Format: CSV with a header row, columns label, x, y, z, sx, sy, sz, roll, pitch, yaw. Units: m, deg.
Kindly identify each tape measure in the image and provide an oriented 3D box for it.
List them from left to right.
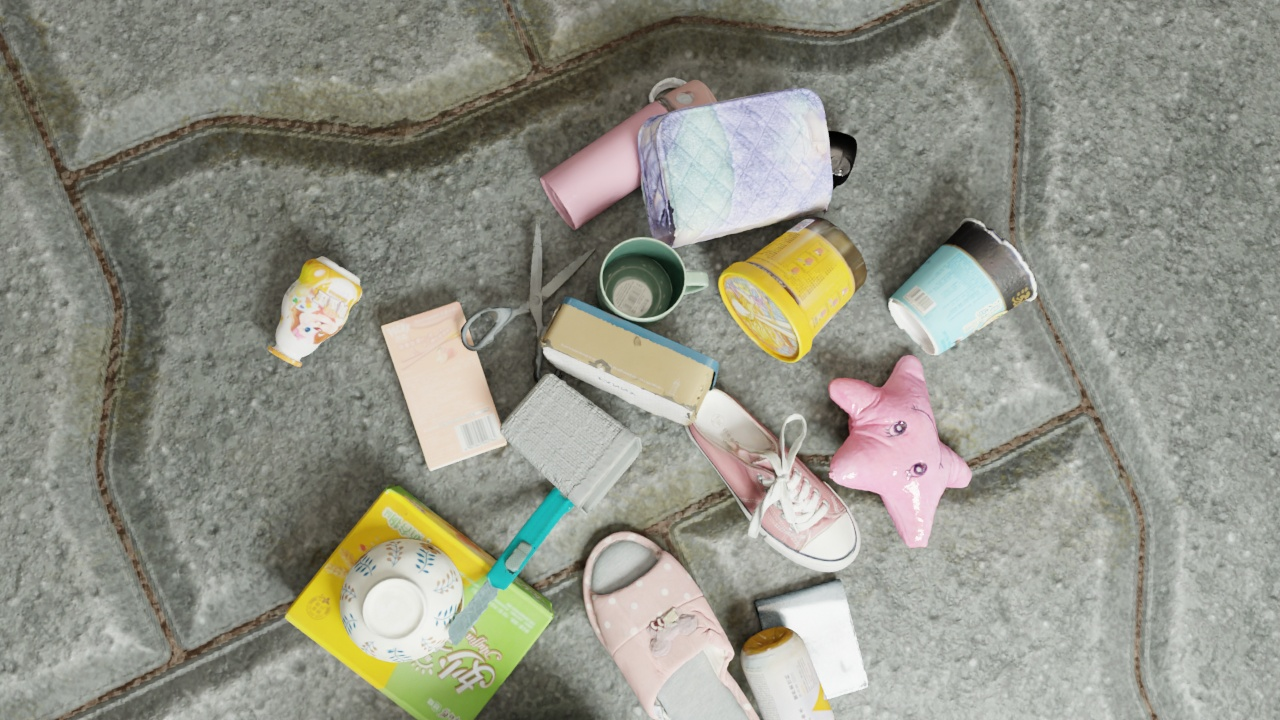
label,x,y,z,sx,sy,sz,roll,pitch,yaw
tape measure,0.205,-0.217,0.987,0.039,0.057,0.057,14,76,-6

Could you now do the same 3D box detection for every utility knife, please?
label,x,y,z,sx,sy,sz,roll,pitch,yaw
utility knife,-0.119,0.190,0.894,0.029,0.013,0.215,36,50,4

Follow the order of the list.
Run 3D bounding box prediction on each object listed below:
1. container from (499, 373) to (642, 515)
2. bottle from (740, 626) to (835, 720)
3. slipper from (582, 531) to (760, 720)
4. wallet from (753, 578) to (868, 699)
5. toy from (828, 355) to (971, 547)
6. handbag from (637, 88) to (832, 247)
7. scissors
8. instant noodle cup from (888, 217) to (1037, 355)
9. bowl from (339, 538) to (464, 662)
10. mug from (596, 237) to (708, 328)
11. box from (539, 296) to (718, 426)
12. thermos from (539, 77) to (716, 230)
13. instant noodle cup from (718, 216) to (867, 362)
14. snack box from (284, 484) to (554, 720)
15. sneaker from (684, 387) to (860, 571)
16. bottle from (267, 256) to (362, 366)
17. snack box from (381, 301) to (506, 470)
label,x,y,z,sx,sy,sz,roll,pitch,yaw
container,-0.071,0.081,0.917,0.114,0.090,0.090,38,79,11
bottle,0.162,0.366,0.923,0.068,0.068,0.189,-22,92,-7
slipper,0.033,0.297,0.920,0.114,0.054,0.274,-30,80,-7
wallet,0.180,0.300,0.968,0.097,0.019,0.121,-14,89,-4
toy,0.263,0.100,0.955,0.178,0.075,0.194,-19,85,-28
handbag,0.097,-0.198,0.935,0.193,0.075,0.134,-15,104,-18
scissors,-0.108,-0.056,0.956,0.181,0.014,0.159,-31,102,-19
instant noodle cup,0.333,-0.070,0.971,0.120,0.111,0.111,-40,90,1
bowl,-0.221,0.224,0.841,0.113,0.062,0.113,0,87,-6
mug,0.011,-0.076,0.933,0.111,0.106,0.082,-5,85,-6
box,-0.005,0.005,0.911,0.184,0.090,0.060,22,75,6
thermos,-0.013,-0.226,0.966,0.198,0.067,0.087,-37,65,-6
instant noodle cup,0.161,-0.079,0.947,0.114,0.119,0.118,-41,90,-14
snack box,-0.213,0.246,0.906,0.210,0.070,0.157,38,83,-1
sneaker,0.138,0.123,0.940,0.118,0.088,0.241,-42,90,-7
bottle,-0.329,-0.048,0.920,0.063,0.063,0.108,31,84,-3
snack box,-0.201,0.026,0.945,0.084,0.026,0.157,-19,88,-7
